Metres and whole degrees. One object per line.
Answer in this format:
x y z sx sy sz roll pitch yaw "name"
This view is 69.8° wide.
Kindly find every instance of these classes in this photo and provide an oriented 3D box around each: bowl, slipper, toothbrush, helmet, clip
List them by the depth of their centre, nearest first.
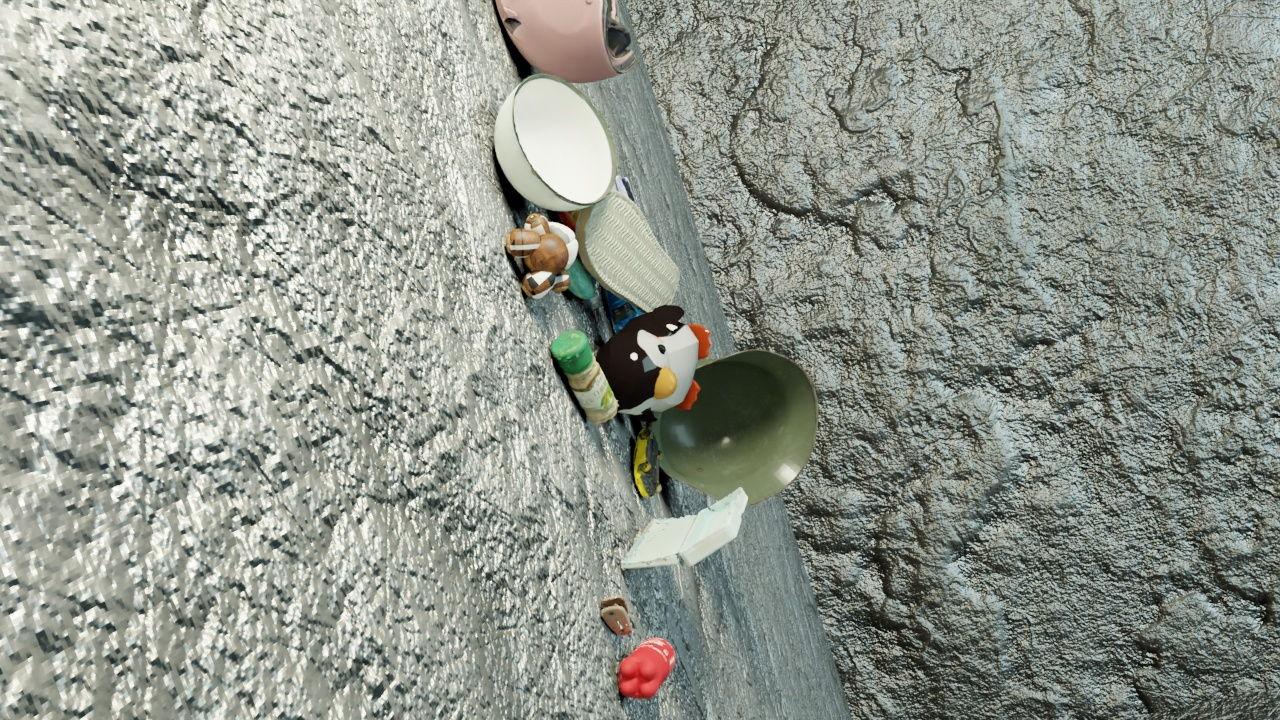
-0.022 0.247 0.903 0.049 0.026 0.061 -78 150 -71 "clip"
-0.104 -0.233 1.022 0.153 0.073 0.153 21 60 -43 "bowl"
-0.019 -0.135 1.169 0.115 0.052 0.263 -66 151 -10 "slipper"
-0.113 -0.493 1.239 0.229 0.153 0.255 -8 80 -76 "helmet"
-0.067 -0.117 1.257 0.021 0.017 0.134 65 14 -46 "toothbrush"
0.108 0.086 1.356 0.154 0.267 0.227 16 -75 58 "helmet"

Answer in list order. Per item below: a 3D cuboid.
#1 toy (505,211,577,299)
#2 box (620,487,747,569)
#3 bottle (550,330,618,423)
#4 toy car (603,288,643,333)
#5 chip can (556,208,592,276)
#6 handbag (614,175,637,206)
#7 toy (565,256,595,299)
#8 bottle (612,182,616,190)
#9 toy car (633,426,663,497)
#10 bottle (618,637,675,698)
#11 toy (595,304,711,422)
-0.101 -0.117 0.983 0.112 0.067 0.087 -103 173 -73 "toy"
0.059 0.201 1.073 0.197 0.136 0.044 -16 84 -79 "box"
-0.060 0.020 1.012 0.043 0.043 0.111 -93 163 -51 "bottle"
-0.026 -0.086 1.326 0.043 0.056 0.120 23 45 -58 "toy car"
-0.077 -0.214 1.176 0.086 0.087 0.213 -95 165 -48 "chip can"
-0.025 -0.219 1.499 0.126 0.069 0.158 -42 112 -80 "handbag"
-0.085 -0.113 1.129 0.085 0.033 0.105 66 7 29 "toy"
-0.067 -0.277 1.407 0.052 0.052 0.195 48 27 -65 "bottle"
0.009 0.133 1.210 0.106 0.030 0.049 -82 153 -51 "toy car"
0.011 0.305 0.924 0.141 0.042 0.042 21 52 -76 "bottle"
-0.007 0.007 1.157 0.183 0.140 0.159 -23 128 -70 "toy"
